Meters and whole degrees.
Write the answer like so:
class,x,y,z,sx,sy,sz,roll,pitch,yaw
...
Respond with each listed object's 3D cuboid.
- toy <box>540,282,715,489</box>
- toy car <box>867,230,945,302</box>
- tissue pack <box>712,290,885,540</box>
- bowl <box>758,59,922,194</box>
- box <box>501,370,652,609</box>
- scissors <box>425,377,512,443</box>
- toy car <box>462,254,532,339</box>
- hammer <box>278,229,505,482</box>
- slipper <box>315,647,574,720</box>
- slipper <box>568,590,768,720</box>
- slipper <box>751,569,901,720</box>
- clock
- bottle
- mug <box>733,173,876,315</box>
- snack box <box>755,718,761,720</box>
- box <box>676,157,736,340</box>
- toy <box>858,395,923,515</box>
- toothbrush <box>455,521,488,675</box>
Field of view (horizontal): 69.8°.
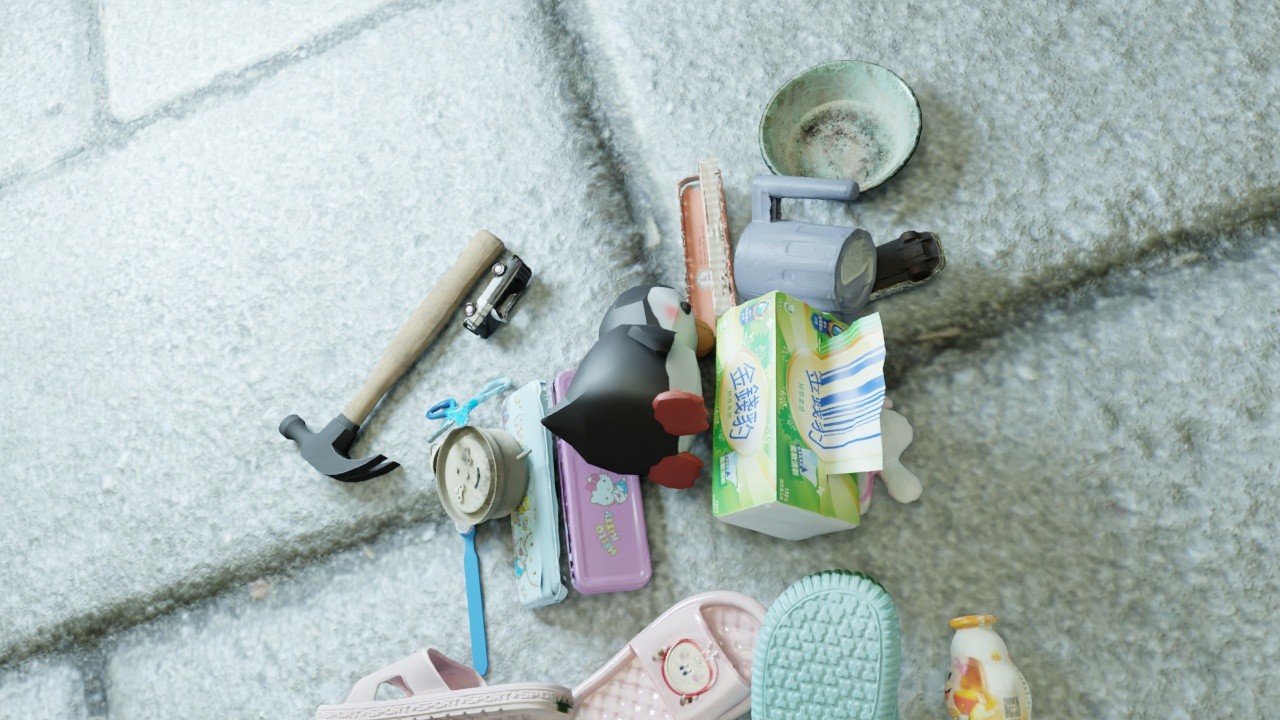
class,x,y,z,sx,sy,sz,roll,pitch,yaw
toy,-0.005,0.005,0.832,0.140,0.159,0.183,6,44,4
toy car,0.229,-0.084,0.863,0.113,0.040,0.048,-20,65,28
tissue pack,0.145,0.039,0.765,0.142,0.120,0.197,-26,59,47
bowl,0.199,-0.224,0.919,0.158,0.038,0.157,-5,69,14
box,-0.069,0.117,0.862,0.140,0.062,0.214,-14,67,14
scissors,-0.186,0.053,0.896,0.113,0.140,0.013,-16,108,24
toy car,-0.146,-0.065,0.957,0.037,0.040,0.092,33,85,21
hammer,-0.244,-0.010,0.971,0.132,0.040,0.305,32,81,27
slipper,-0.169,0.290,0.803,0.240,0.094,0.064,-12,56,19
slipper,0.019,0.275,0.779,0.221,0.055,0.106,-34,63,3
slipper,0.144,0.301,0.729,0.116,0.069,0.276,4,88,16
clock,-0.160,0.104,0.883,0.141,0.054,0.093,15,98,43
bottle,0.268,0.254,0.711,0.063,0.063,0.108,-10,69,12
mug,0.150,-0.105,0.835,0.104,0.083,0.124,13,114,40
snack box,0.057,0.353,0.720,0.150,0.026,0.082,-43,63,28
box,0.065,-0.113,0.910,0.077,0.054,0.186,-26,59,41
toy,0.202,0.072,0.810,0.076,0.037,0.125,-16,64,19
toothbrush,-0.161,0.214,0.875,0.016,0.014,0.166,-14,68,10
